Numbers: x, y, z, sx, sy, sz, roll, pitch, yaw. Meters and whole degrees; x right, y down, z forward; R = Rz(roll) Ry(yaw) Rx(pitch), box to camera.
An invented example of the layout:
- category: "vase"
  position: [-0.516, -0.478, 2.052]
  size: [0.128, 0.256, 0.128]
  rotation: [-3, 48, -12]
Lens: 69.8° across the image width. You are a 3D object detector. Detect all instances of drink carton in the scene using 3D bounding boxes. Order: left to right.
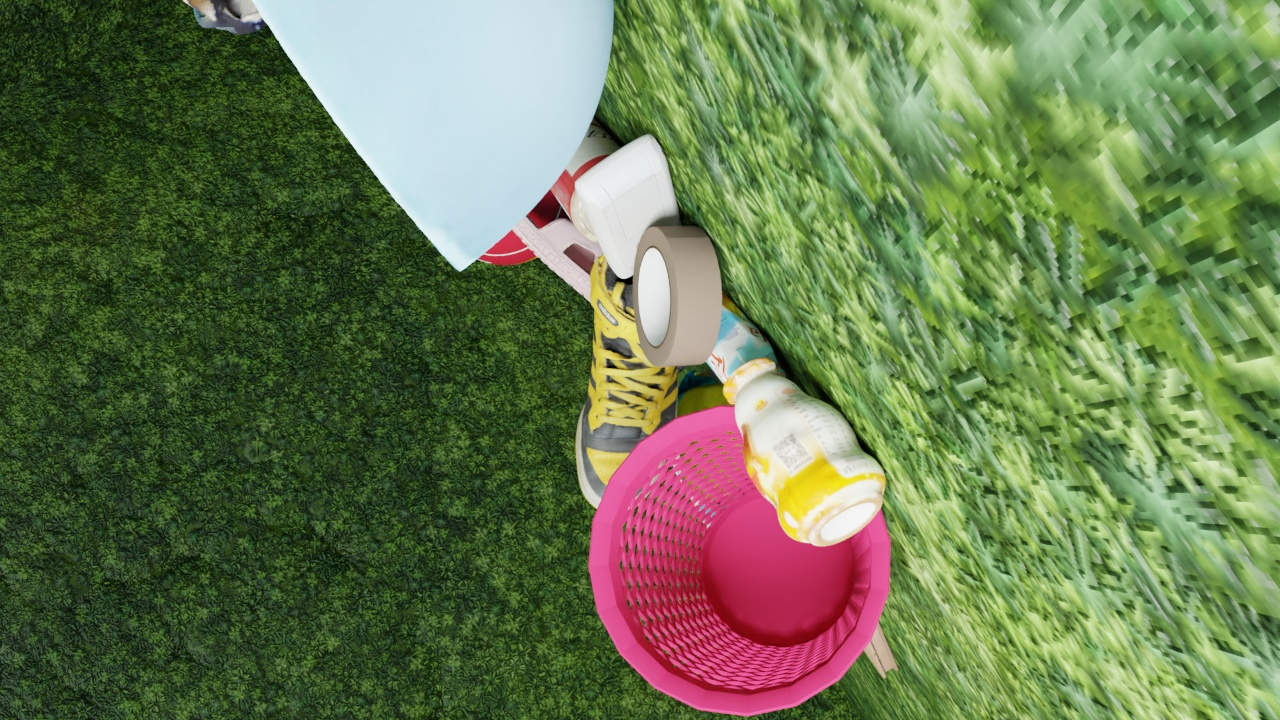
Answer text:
- category: "drink carton"
  position: [0.060, -0.013, 0.636]
  size: [0.044, 0.038, 0.129]
  rotation: [60, 179, -34]

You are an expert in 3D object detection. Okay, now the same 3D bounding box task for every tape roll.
- category: "tape roll"
  position: [0.023, -0.043, 0.616]
  size: [0.094, 0.030, 0.093]
  rotation: [176, 90, -72]

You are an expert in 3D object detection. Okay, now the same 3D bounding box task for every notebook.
- category: "notebook"
  position: [0.196, 0.217, 0.960]
  size: [0.169, 0.022, 0.210]
  rotation: [56, 176, 49]

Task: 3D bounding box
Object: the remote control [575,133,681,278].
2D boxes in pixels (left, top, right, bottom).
- category: "remote control"
  position: [-0.004, -0.101, 0.628]
  size: [0.025, 0.060, 0.138]
  rotation: [55, 177, 19]

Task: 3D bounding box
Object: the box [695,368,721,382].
- category: "box"
  position: [0.110, 0.086, 0.917]
  size: [0.209, 0.044, 0.066]
  rotation: [-125, 23, -46]

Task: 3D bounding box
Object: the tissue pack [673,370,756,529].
- category: "tissue pack"
  position: [0.066, 0.089, 0.878]
  size: [0.093, 0.061, 0.144]
  rotation: [101, 147, -54]

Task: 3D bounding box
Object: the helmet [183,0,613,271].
- category: "helmet"
  position: [-0.101, -0.174, 0.381]
  size: [0.265, 0.167, 0.225]
  rotation: [61, -179, 12]

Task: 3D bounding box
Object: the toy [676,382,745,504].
- category: "toy"
  position: [0.063, 0.071, 0.797]
  size: [0.051, 0.090, 0.109]
  rotation: [45, -130, -45]

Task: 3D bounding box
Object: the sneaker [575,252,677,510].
- category: "sneaker"
  position: [-0.005, 0.004, 0.752]
  size: [0.122, 0.086, 0.238]
  rotation: [117, 158, -78]

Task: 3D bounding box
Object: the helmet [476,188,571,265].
- category: "helmet"
  position: [-0.182, -0.240, 1.060]
  size: [0.271, 0.198, 0.224]
  rotation: [59, -173, -17]

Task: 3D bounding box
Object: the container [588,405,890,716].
- category: "container"
  position: [0.086, 0.145, 0.660]
  size: [0.183, 0.183, 0.225]
  rotation: [59, -174, 21]

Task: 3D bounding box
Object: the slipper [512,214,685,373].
- category: "slipper"
  position: [-0.034, -0.084, 0.913]
  size: [0.239, 0.064, 0.094]
  rotation: [42, -179, -2]

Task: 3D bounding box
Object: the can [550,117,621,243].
- category: "can"
  position: [-0.046, -0.159, 0.755]
  size: [0.067, 0.067, 0.170]
  rotation: [61, 178, -39]

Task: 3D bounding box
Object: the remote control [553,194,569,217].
- category: "remote control"
  position: [-0.079, -0.193, 0.855]
  size: [0.020, 0.041, 0.152]
  rotation: [-64, -36, -36]

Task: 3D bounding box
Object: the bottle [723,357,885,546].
- category: "bottle"
  position: [0.087, 0.048, 0.514]
  size: [0.108, 0.063, 0.063]
  rotation: [58, 178, 35]
